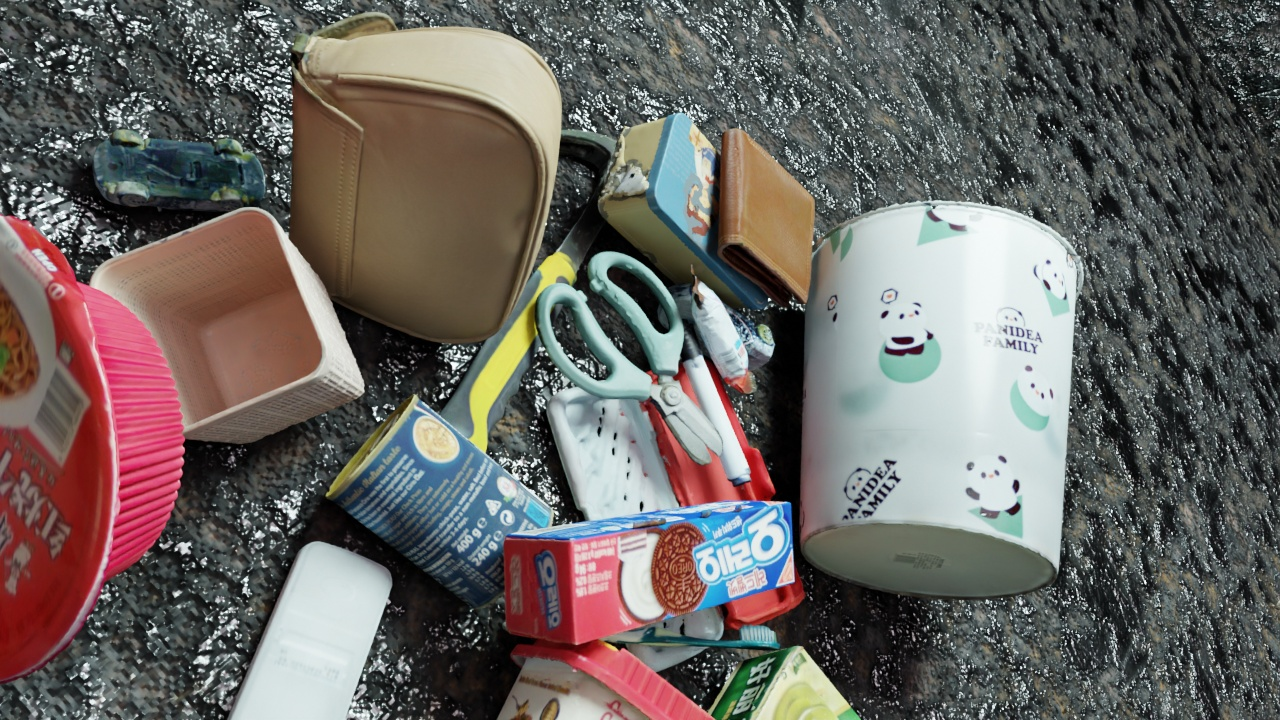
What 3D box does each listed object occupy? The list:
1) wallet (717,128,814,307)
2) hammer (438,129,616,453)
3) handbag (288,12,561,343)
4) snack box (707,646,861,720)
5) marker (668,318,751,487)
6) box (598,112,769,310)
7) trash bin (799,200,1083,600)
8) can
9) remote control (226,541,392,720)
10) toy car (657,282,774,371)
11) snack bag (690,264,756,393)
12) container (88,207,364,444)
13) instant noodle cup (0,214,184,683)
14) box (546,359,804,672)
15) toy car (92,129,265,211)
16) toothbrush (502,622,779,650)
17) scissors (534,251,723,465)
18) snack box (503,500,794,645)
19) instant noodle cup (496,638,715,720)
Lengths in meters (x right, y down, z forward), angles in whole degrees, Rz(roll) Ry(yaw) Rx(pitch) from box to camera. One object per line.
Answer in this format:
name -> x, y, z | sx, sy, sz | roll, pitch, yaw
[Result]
wallet -> 0.099, -0.110, 0.724 | 0.124, 0.032, 0.101 | 29, 62, -48
hammer -> -0.068, -0.056, 0.670 | 0.126, 0.032, 0.322 | 39, 50, -16
handbag -> -0.126, -0.102, 0.534 | 0.147, 0.205, 0.099 | 13, 51, -13
snack box -> 0.060, 0.293, 0.535 | 0.114, 0.063, 0.239 | 52, 45, -4
marker -> 0.052, 0.030, 0.672 | 0.022, 0.018, 0.130 | -10, 72, -40
box -> 0.047, -0.107, 0.726 | 0.184, 0.060, 0.089 | 34, 62, -43
trash bin -> 0.232, 0.042, 0.732 | 0.229, 0.230, 0.251 | 25, 60, -26
can -> -0.114, 0.084, 0.534 | 0.111, 0.076, 0.075 | 42, 49, -14
remote control -> -0.177, 0.165, 0.482 | 0.056, 0.020, 0.135 | 28, 54, -23
toy car -> 0.059, -0.024, 0.739 | 0.105, 0.049, 0.031 | 32, 50, -20
snack bag -> 0.059, -0.020, 0.691 | 0.045, 0.026, 0.105 | -86, 151, -59
container -> -0.202, -0.009, 0.475 | 0.090, 0.111, 0.090 | -24, 82, -8
instant noodle cup -> -0.266, 0.033, 0.392 | 0.194, 0.194, 0.065 | 65, 22, 7
box -> 0.025, 0.104, 0.661 | 0.157, 0.038, 0.201 | -14, 78, -31
toy car -> -0.269, -0.107, 0.537 | 0.090, 0.034, 0.043 | -3, 73, -36
toothbrush -> 0.005, 0.175, 0.594 | 0.191, 0.016, 0.018 | 10, 60, -18
scissors -> -0.007, 0.010, 0.641 | 0.139, 0.019, 0.180 | -25, 84, -33
snack box -> 0.015, 0.119, 0.552 | 0.207, 0.057, 0.058 | 2, 84, -48
instant noodle cup -> -0.036, 0.229, 0.505 | 0.116, 0.117, 0.124 | 41, 61, -14
